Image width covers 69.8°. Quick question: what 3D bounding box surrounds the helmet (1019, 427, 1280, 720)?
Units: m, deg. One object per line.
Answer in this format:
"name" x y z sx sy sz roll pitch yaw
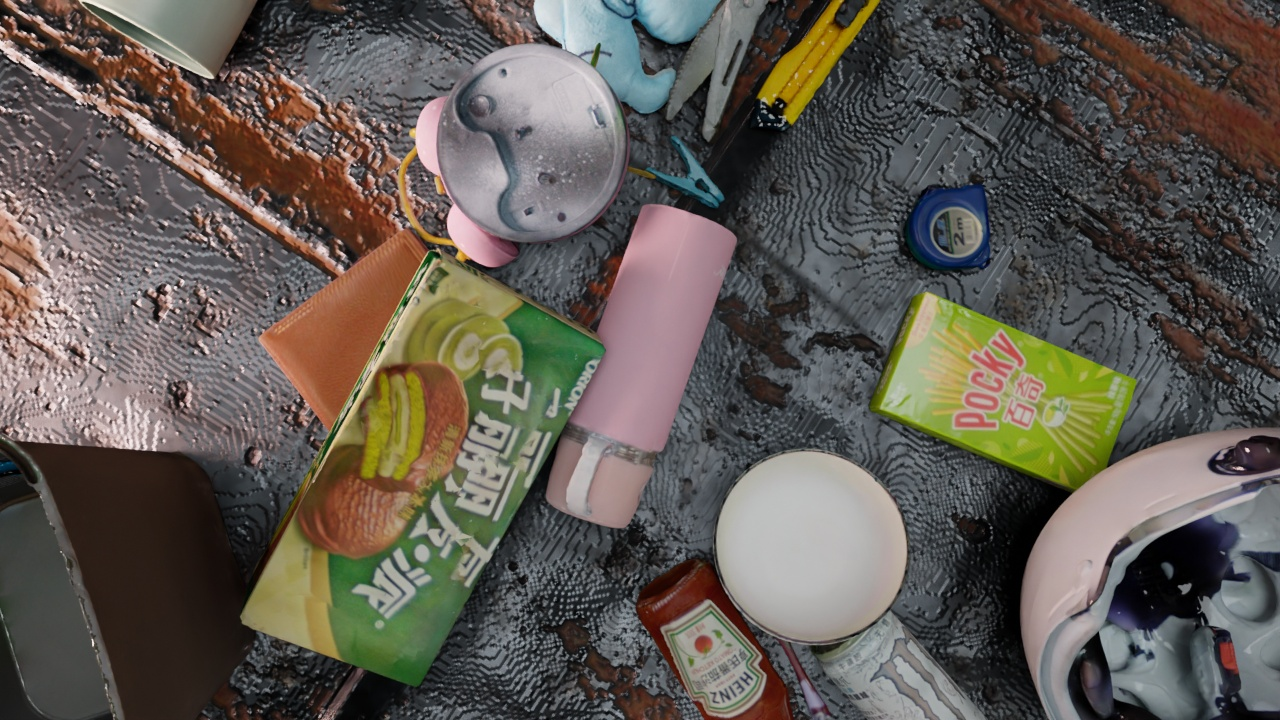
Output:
"helmet" 0.348 0.138 0.547 0.259 0.145 0.229 -30 105 7

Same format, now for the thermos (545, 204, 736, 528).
"thermos" -0.003 0.003 0.570 0.067 0.087 0.198 20 86 11

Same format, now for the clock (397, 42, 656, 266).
"clock" -0.080 -0.124 0.575 0.158 0.059 0.117 -22 93 8

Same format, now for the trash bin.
"trash bin" -0.330 0.140 0.483 0.199 0.220 0.198 -18 90 -3

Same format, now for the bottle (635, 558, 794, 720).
"bottle" 0.071 0.225 0.580 0.059 0.060 0.206 -32 90 -4

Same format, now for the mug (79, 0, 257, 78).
"mug" -0.289 -0.247 0.572 0.112 0.082 0.106 24 87 29

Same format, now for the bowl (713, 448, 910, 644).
"bowl" 0.103 0.119 0.575 0.116 0.066 0.116 -1 71 4

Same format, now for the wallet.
"wallet" -0.167 -0.012 0.591 0.124 0.032 0.101 -37 88 -4

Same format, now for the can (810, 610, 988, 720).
"can" 0.177 0.222 0.586 0.058 0.058 0.146 -42 91 -4

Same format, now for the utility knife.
"utility knife" 0.142 -0.242 0.620 0.033 0.015 0.218 35 87 -4

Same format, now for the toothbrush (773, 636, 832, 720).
"toothbrush" 0.123 0.239 0.603 0.016 0.017 0.187 -26 89 -3

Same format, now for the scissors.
"scissors" 0.085 -0.249 0.599 0.213 0.015 0.197 -22 111 -21

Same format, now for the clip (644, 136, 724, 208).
"clip" 0.032 -0.121 0.612 0.055 0.013 0.034 36 88 -2

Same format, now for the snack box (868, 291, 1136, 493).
"snack box" 0.241 0.023 0.612 0.156 0.026 0.085 23 86 -2

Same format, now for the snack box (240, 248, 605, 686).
"snack box" -0.129 0.063 0.549 0.114 0.063 0.240 29 92 -20

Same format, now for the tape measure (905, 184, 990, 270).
"tape measure" 0.206 -0.088 0.614 0.054 0.025 0.058 -4 84 -1

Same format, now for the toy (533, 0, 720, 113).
"toy" 0.004 -0.249 0.597 0.156 0.050 0.161 -23 102 -7
